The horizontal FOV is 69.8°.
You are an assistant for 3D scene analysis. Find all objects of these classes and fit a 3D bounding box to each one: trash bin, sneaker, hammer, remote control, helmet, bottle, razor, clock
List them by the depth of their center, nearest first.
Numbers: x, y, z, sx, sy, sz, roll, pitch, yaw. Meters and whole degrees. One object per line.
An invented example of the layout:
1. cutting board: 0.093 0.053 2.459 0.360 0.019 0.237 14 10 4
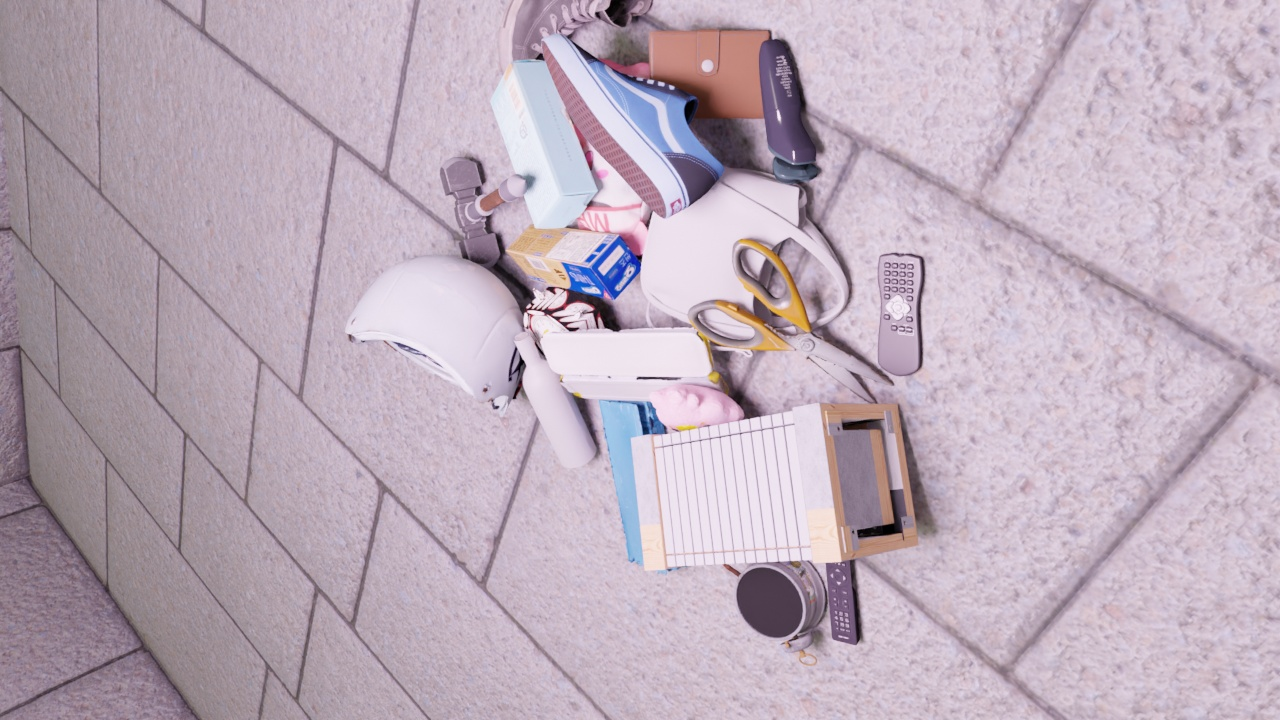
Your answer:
1. remote control: 0.255 -0.044 0.905 0.046 0.009 0.124 9 111 38
2. razor: 0.143 -0.247 0.911 0.052 0.047 0.143 4 106 65
3. sneaker: -0.004 -0.253 0.930 0.241 0.098 0.083 52 168 18
4. trash bin: 0.134 0.134 0.956 0.248 0.142 0.142 -15 77 43
5. sneaker: -0.072 -0.380 1.019 0.120 0.095 0.235 47 122 18
6. remote control: 0.227 0.252 1.031 0.032 0.015 0.136 2 104 40
7. clock: 0.166 0.286 1.067 0.104 0.056 0.148 -31 79 34
8. hammer: -0.181 -0.193 1.111 0.323 0.043 0.156 5 110 69
9. clock: -0.083 -0.028 1.166 0.115 0.064 0.155 26 149 31
10. bottle: -0.115 0.049 1.182 0.053 0.052 0.195 5 130 39
11. helmet: -0.249 -0.048 1.215 0.236 0.264 0.163 27 80 3

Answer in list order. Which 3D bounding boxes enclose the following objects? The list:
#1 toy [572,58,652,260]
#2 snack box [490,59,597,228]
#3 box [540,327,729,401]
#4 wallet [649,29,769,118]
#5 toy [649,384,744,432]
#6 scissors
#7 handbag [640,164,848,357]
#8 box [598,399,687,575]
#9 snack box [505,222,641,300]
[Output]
1. toy: -0.028 -0.228 1.035 0.142 0.084 0.213 17 114 37
2. snack box: -0.110 -0.241 1.022 0.075 0.053 0.174 -39 67 55
3. box: -0.007 0.009 1.068 0.210 0.038 0.130 1 141 26
4. wallet: 0.069 -0.292 0.936 0.121 0.013 0.087 2 109 7
5. toy: 0.055 0.052 1.024 0.103 0.093 0.050 -9 66 38
6. scissors: 0.151 -0.020 0.952 0.225 0.016 0.162 46 123 -6
7. handbag: 0.115 -0.095 0.982 0.223 0.095 0.216 26 123 18
8. box: -0.001 0.157 1.171 0.093 0.048 0.231 1 105 41
9. snack box: -0.081 -0.119 1.086 0.207 0.056 0.057 19 152 54
